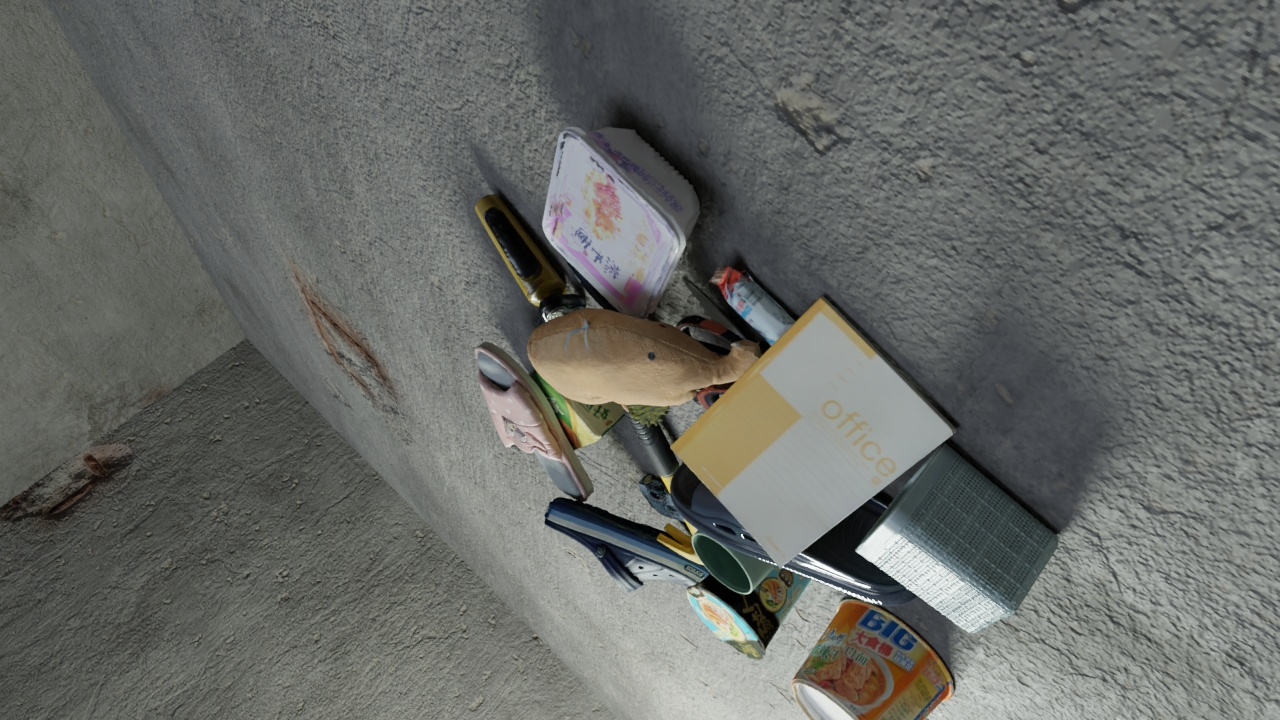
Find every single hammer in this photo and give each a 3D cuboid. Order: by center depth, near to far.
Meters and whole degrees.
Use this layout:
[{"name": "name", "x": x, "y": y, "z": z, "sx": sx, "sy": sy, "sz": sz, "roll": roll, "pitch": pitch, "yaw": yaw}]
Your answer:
[{"name": "hammer", "x": 0.033, "y": 0.131, "z": 1.101, "sx": 0.129, "sy": 0.032, "sz": 0.301, "roll": -8, "pitch": 118, "yaw": 41}]

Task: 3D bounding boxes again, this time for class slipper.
[{"name": "slipper", "x": 0.141, "y": 0.129, "z": 0.846, "sx": 0.268, "sy": 0.110, "sz": 0.083, "roll": 21, "pitch": 148, "yaw": 36}, {"name": "slipper", "x": -0.143, "y": 0.090, "z": 1.177, "sx": 0.114, "sy": 0.054, "sz": 0.274, "roll": 19, "pitch": 145, "yaw": 47}, {"name": "slipper", "x": -0.016, "y": 0.261, "z": 1.226, "sx": 0.253, "sy": 0.095, "sz": 0.105, "roll": 22, "pitch": 179, "yaw": 3}]

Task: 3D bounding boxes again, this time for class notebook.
[{"name": "notebook", "x": 0.132, "y": 0.065, "z": 0.754, "sx": 0.146, "sy": 0.010, "sz": 0.207, "roll": 47, "pitch": 125, "yaw": 7}]

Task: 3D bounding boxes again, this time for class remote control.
[{"name": "remote control", "x": -0.044, "y": -0.077, "z": 0.920, "sx": 0.053, "sy": 0.024, "sz": 0.136, "roll": 45, "pitch": -177, "yaw": -24}]

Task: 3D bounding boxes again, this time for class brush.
[{"name": "brush", "x": -0.006, "y": 0.006, "z": 0.978, "sx": 0.073, "sy": 0.063, "sz": 0.146, "roll": -114, "pitch": 1, "yaw": -50}]

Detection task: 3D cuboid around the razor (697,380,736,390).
[{"name": "razor", "x": 0.049, "y": 0.023, "z": 0.907, "sx": 0.143, "sy": 0.022, "sz": 0.043, "roll": 1, "pitch": 142, "yaw": 31}]

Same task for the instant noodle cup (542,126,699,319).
[{"name": "instant noodle cup", "x": -0.012, "y": -0.122, "z": 0.791, "sx": 0.138, "sy": 0.060, "sz": 0.174, "roll": 45, "pitch": 157, "yaw": 8}]

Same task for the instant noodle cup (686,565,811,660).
[{"name": "instant noodle cup", "x": 0.131, "y": 0.251, "z": 1.028, "sx": 0.111, "sy": 0.120, "sz": 0.111, "roll": 38, "pitch": 155, "yaw": 21}]

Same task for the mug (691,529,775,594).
[{"name": "mug", "x": 0.115, "y": 0.182, "z": 0.964, "sx": 0.082, "sy": 0.106, "sz": 0.112, "roll": 43, "pitch": 154, "yaw": 12}]

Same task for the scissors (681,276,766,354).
[{"name": "scissors", "x": 0.109, "y": 0.016, "z": 0.835, "sx": 0.235, "sy": 0.021, "sz": 0.125, "roll": 40, "pitch": 155, "yaw": 19}]

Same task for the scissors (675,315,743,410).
[{"name": "scissors", "x": 0.111, "y": 0.026, "z": 0.805, "sx": 0.197, "sy": 0.015, "sz": 0.215, "roll": 51, "pitch": 146, "yaw": 5}]

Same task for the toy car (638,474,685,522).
[{"name": "toy car", "x": 0.032, "y": 0.183, "z": 1.204, "sx": 0.106, "sy": 0.031, "sz": 0.049, "roll": 13, "pitch": 137, "yaw": 55}]

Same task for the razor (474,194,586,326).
[{"name": "razor", "x": -0.127, "y": -0.109, "z": 1.017, "sx": 0.167, "sy": 0.062, "sz": 0.067, "roll": 56, "pitch": -172, "yaw": -4}]

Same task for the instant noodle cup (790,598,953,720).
[{"name": "instant noodle cup", "x": 0.244, "y": 0.353, "z": 0.997, "sx": 0.151, "sy": 0.111, "sz": 0.152, "roll": 39, "pitch": 154, "yaw": 23}]

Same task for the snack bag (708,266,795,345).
[{"name": "snack bag", "x": 0.100, "y": -0.040, "z": 0.763, "sx": 0.104, "sy": 0.026, "sz": 0.048, "roll": 46, "pitch": 168, "yaw": 7}]

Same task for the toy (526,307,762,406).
[{"name": "toy", "x": -0.005, "y": -0.002, "z": 0.813, "sx": 0.226, "sy": 0.082, "sz": 0.143, "roll": 0, "pitch": 164, "yaw": 45}]

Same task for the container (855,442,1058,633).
[{"name": "container", "x": 0.246, "y": 0.141, "z": 0.712, "sx": 0.111, "sy": 0.089, "sz": 0.090, "roll": 38, "pitch": 154, "yaw": 15}]

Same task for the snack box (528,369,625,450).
[{"name": "snack box", "x": -0.107, "y": 0.060, "z": 1.217, "sx": 0.114, "sy": 0.063, "sz": 0.241, "roll": 50, "pitch": 156, "yaw": -5}]
